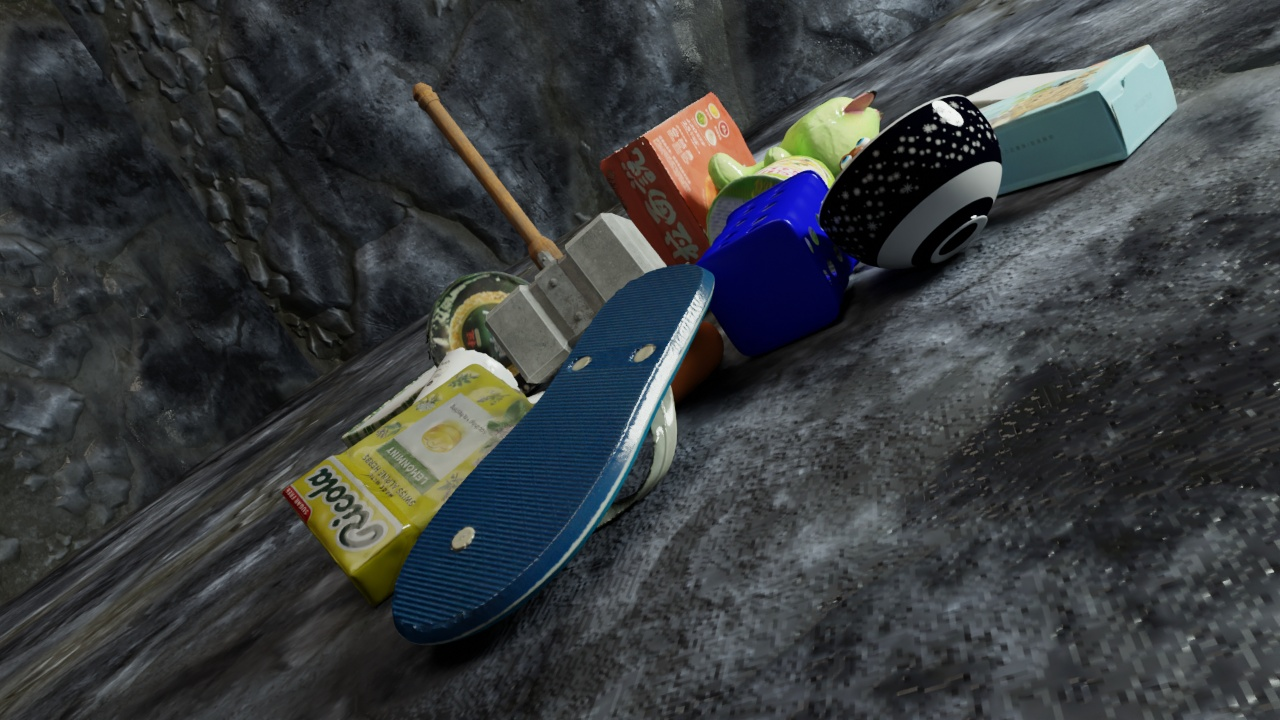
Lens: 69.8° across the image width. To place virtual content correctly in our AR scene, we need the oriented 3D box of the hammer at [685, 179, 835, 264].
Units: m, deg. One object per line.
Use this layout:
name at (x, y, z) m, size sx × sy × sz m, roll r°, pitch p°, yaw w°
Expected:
hammer at (0.098, -0.103, 0.874) m, size 0.322 × 0.029 × 0.127 m, roll -35°, pitch -3°, yaw -29°

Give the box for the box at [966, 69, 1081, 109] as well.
box at (0.341, -0.230, 0.808) m, size 0.064 × 0.037 × 0.209 m, roll -28°, pitch 12°, yaw 7°

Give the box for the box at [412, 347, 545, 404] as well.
box at (-0.132, 0.046, 0.800) m, size 0.085 × 0.126 × 0.155 m, roll -23°, pitch 34°, yaw 48°

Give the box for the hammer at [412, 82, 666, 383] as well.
hammer at (-0.128, -0.150, 0.896) m, size 0.163 × 0.317 × 0.082 m, roll -39°, pitch -8°, yaw 14°

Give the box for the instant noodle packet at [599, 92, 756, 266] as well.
instant noodle packet at (0.078, -0.220, 1.093) m, size 0.084 × 0.164 × 0.220 m, roll -21°, pitch 17°, yaw 46°

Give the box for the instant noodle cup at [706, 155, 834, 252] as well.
instant noodle cup at (0.121, -0.127, 0.783) m, size 0.099 × 0.099 × 0.107 m, roll -22°, pitch 16°, yaw 36°

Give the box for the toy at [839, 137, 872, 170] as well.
toy at (0.204, -0.169, 0.794) m, size 0.095 × 0.065 × 0.127 m, roll -48°, pitch 23°, yaw 6°

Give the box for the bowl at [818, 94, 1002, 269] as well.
bowl at (0.182, -0.101, 0.586) m, size 0.120 × 0.066 × 0.120 m, roll -29°, pitch -22°, yaw -13°

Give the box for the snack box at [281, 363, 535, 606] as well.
snack box at (-0.151, 0.077, 0.659) m, size 0.180 × 0.045 × 0.121 m, roll -37°, pitch 42°, yaw -22°

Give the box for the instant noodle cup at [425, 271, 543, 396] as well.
instant noodle cup at (-0.162, -0.018, 0.991) m, size 0.137 × 0.137 × 0.112 m, roll -35°, pitch 3°, yaw -14°

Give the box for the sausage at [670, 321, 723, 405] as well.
sausage at (-0.011, 0.029, 0.626) m, size 0.164 × 0.044 × 0.039 m, roll -34°, pitch -25°, yaw -9°

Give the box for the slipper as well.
slipper at (-0.028, 0.050, 0.537) m, size 0.118 × 0.060 × 0.294 m, roll -9°, pitch 37°, yaw 43°

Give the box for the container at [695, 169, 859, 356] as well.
container at (0.099, -0.069, 0.653) m, size 0.085 × 0.084 × 0.113 m, roll -26°, pitch 14°, yaw 30°

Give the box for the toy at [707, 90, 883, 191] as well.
toy at (0.181, -0.217, 1.009) m, size 0.197 × 0.107 × 0.150 m, roll -19°, pitch -6°, yaw 15°

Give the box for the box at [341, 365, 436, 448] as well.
box at (-0.265, 0.049, 1.140) m, size 0.118 × 0.051 × 0.204 m, roll -24°, pitch 14°, yaw 40°

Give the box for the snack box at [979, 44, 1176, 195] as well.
snack box at (0.274, -0.159, 0.654) m, size 0.074 × 0.053 × 0.175 m, roll -37°, pitch 15°, yaw -27°
